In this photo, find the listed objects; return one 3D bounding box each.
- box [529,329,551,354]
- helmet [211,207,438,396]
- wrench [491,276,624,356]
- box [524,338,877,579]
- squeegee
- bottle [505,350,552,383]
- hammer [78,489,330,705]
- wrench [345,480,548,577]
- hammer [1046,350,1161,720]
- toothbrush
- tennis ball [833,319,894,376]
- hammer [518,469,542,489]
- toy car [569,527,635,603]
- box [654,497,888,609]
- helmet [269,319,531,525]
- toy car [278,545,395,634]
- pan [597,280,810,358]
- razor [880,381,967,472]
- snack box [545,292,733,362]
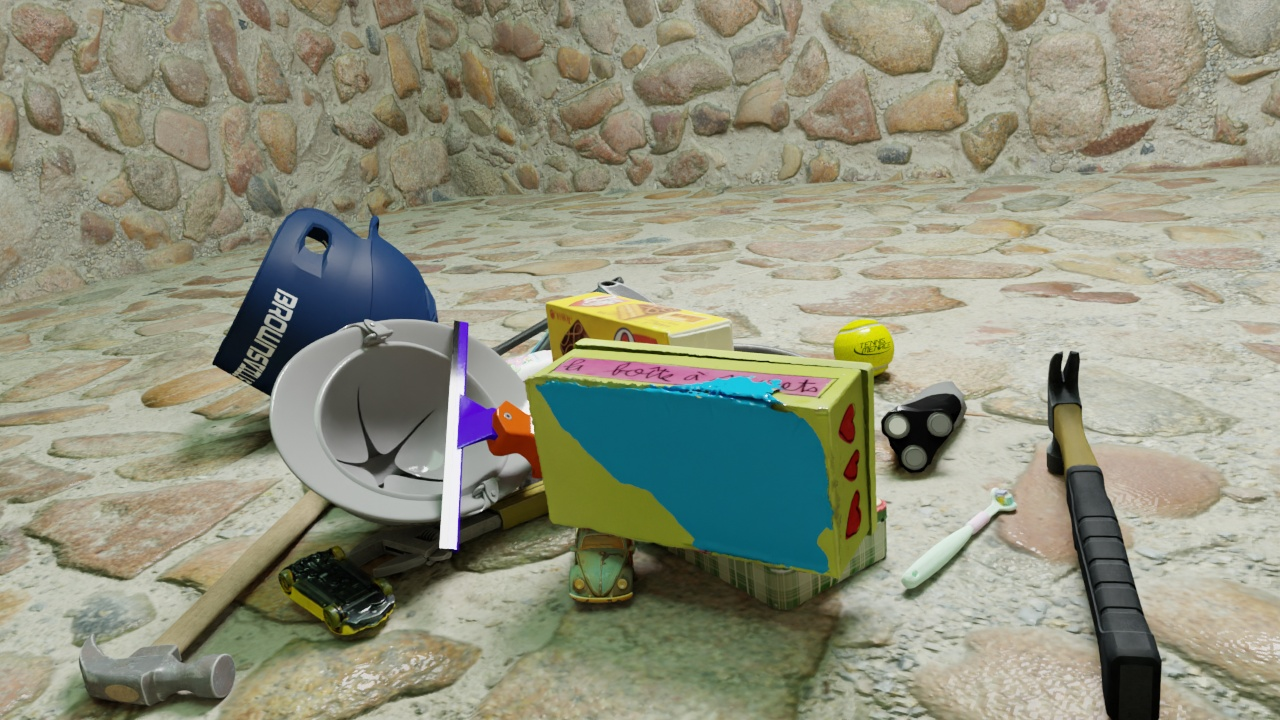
[{"bbox_3d":[-0.049,-0.005,1.105,0.121,0.098,0.226,-47,-6,17],"label":"box"},{"bbox_3d":[-0.351,-0.052,1.096,0.223,0.233,0.271,26,30,-23],"label":"helmet"},{"bbox_3d":[-0.138,-0.033,1.135,0.273,0.018,0.073,-29,19,12],"label":"wrench"},{"bbox_3d":[0.040,0.059,0.608,0.221,0.124,0.080,2,23,30],"label":"box"},{"bbox_3d":[-0.069,0.072,0.759,0.184,0.055,0.249,25,34,-27],"label":"squeegee"},{"bbox_3d":[-0.139,0.027,0.933,0.146,0.051,0.051,-15,19,-23],"label":"bottle"},{"bbox_3d":[-0.309,0.160,0.730,0.119,0.031,0.330,-4,18,7],"label":"hammer"},{"bbox_3d":[-0.111,0.125,0.779,0.272,0.018,0.084,-18,16,-33],"label":"wrench"},{"bbox_3d":[0.294,0.096,0.600,0.025,0.118,0.332,-3,23,19],"label":"hammer"},{"bbox_3d":[0.228,0.126,0.656,0.154,0.015,0.022,-22,54,-41],"label":"toothbrush"},{"bbox_3d":[0.248,-0.013,1.017,0.065,0.065,0.065,-6,17,2],"label":"tennis ball"},{"bbox_3d":[-0.160,0.066,0.968,0.301,0.037,0.217,4,20,34],"label":"hammer"},{"bbox_3d":[-0.028,0.134,0.673,0.047,0.047,0.111,-3,17,0],"label":"toy car"},{"bbox_3d":[0.077,0.114,0.702,0.117,0.049,0.206,-18,21,-31],"label":"box"},{"bbox_3d":[-0.206,0.072,0.754,0.118,0.183,0.270,-43,-10,29],"label":"helmet"},{"bbox_3d":[-0.219,0.168,0.663,0.107,0.030,0.049,18,28,39],"label":"toy car"},{"bbox_3d":[0.059,-0.004,0.967,0.186,0.055,0.357,-16,32,-33],"label":"pan"},{"bbox_3d":[0.261,0.052,0.828,0.060,0.057,0.155,-30,-4,29],"label":"razor"},{"bbox_3d":[-0.005,0.005,0.831,0.061,0.110,0.230,-14,16,-29],"label":"snack box"}]
